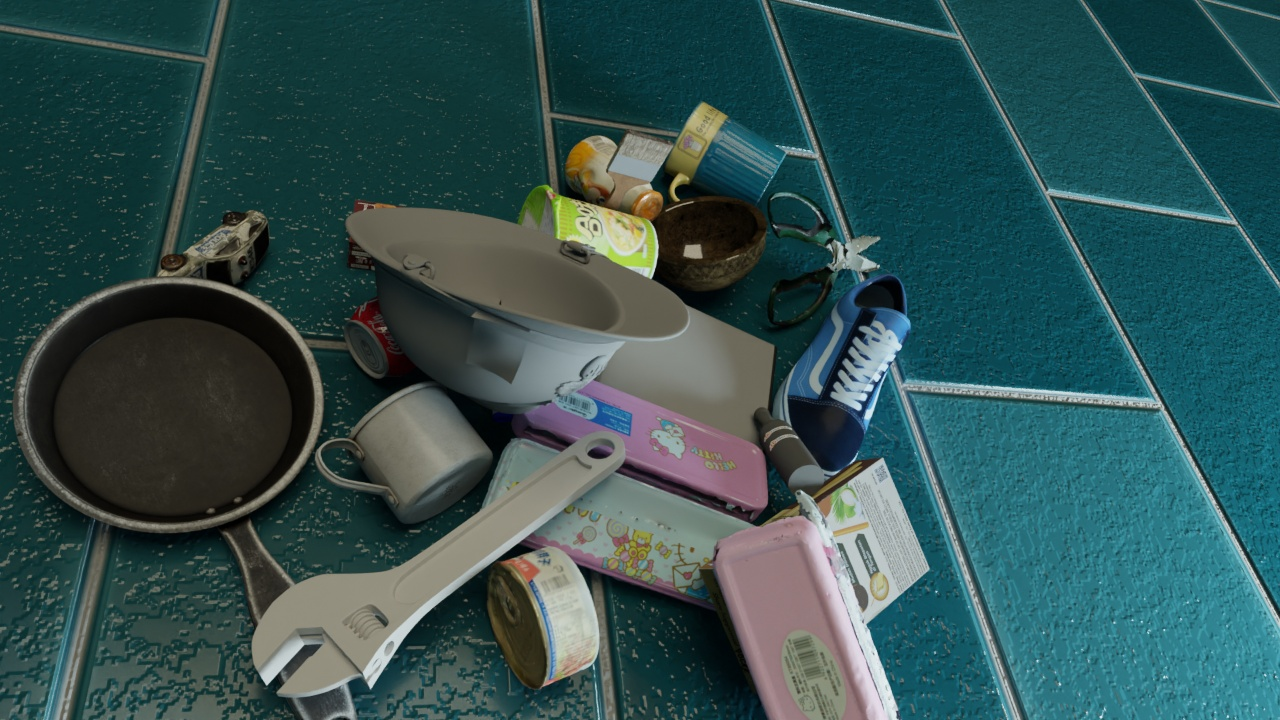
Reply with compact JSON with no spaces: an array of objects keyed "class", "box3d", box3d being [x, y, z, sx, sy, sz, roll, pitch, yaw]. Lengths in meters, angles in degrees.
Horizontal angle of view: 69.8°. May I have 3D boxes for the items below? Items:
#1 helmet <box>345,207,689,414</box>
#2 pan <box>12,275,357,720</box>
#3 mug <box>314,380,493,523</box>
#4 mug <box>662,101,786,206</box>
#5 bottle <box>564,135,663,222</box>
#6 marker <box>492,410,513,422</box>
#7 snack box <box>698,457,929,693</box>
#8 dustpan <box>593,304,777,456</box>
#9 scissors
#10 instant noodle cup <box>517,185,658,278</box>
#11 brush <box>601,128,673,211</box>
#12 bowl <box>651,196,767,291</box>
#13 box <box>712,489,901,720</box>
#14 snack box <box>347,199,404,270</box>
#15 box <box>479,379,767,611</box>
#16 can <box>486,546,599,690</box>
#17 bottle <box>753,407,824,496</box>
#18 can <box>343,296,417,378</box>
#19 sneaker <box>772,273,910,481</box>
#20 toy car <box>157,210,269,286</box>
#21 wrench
[{"class":"helmet","box3d":[-0.099,-0.020,0.650,0.271,0.118,0.183,26,24,30]},{"class":"pan","box3d":[-0.275,0.099,0.613,0.186,0.055,0.356,-23,77,-33]},{"class":"mug","box3d":[-0.167,0.071,0.649,0.113,0.085,0.070,-25,68,-44]},{"class":"mug","box3d":[0.081,-0.198,0.967,0.107,0.083,0.113,31,78,0]},{"class":"bottle","box3d":[-0.025,-0.173,0.896,0.063,0.063,0.109,-22,49,-33]},{"class":"marker","box3d":[-0.116,-0.019,0.759,0.020,0.020,0.141,2,70,-20]},{"class":"snack box","box3d":[0.139,0.160,0.705,0.185,0.032,0.101,-26,94,-34]},{"class":"dustpan","box3d":[-0.005,0.005,0.803,0.257,0.033,0.162,24,50,-13]},{"class":"scissors","box3d":[0.188,-0.086,0.935,0.209,0.015,0.146,11,86,-42]},{"class":"instant noodle cup","box3d":[-0.048,-0.100,0.829,0.107,0.099,0.098,4,52,-29]},{"class":"brush","box3d":[-0.022,-0.153,0.840,0.045,0.143,0.008,11,52,-24]},{"class":"bowl","box3d":[0.062,-0.103,0.884,0.121,0.056,0.121,-6,39,4]},{"class":"box","box3d":[0.124,0.198,0.641,0.102,0.087,0.202,-28,97,-73]},{"class":"snack box","box3d":[-0.183,-0.102,0.813,0.140,0.032,0.051,7,52,-16]},{"class":"box","box3d":[-0.003,0.095,0.698,0.214,0.049,0.149,22,59,-14]},{"class":"can","box3d":[-0.066,0.170,0.613,0.043,0.086,0.086,-13,60,-31]},{"class":"bottle","box3d":[0.117,0.069,0.757,0.030,0.030,0.113,7,23,-16]},{"class":"can","box3d":[-0.180,-0.032,0.739,0.064,0.064,0.104,43,51,14]},{"class":"sneaker","box3d":[0.189,0.002,0.830,0.083,0.098,0.240,31,49,-1]},{"class":"toy car","box3d":[-0.334,-0.074,0.724,0.040,0.049,0.112,30,51,8]},{"class":"wrench","box3d":[-0.121,0.119,0.600,0.087,0.018,0.272,30,51,35]}]
